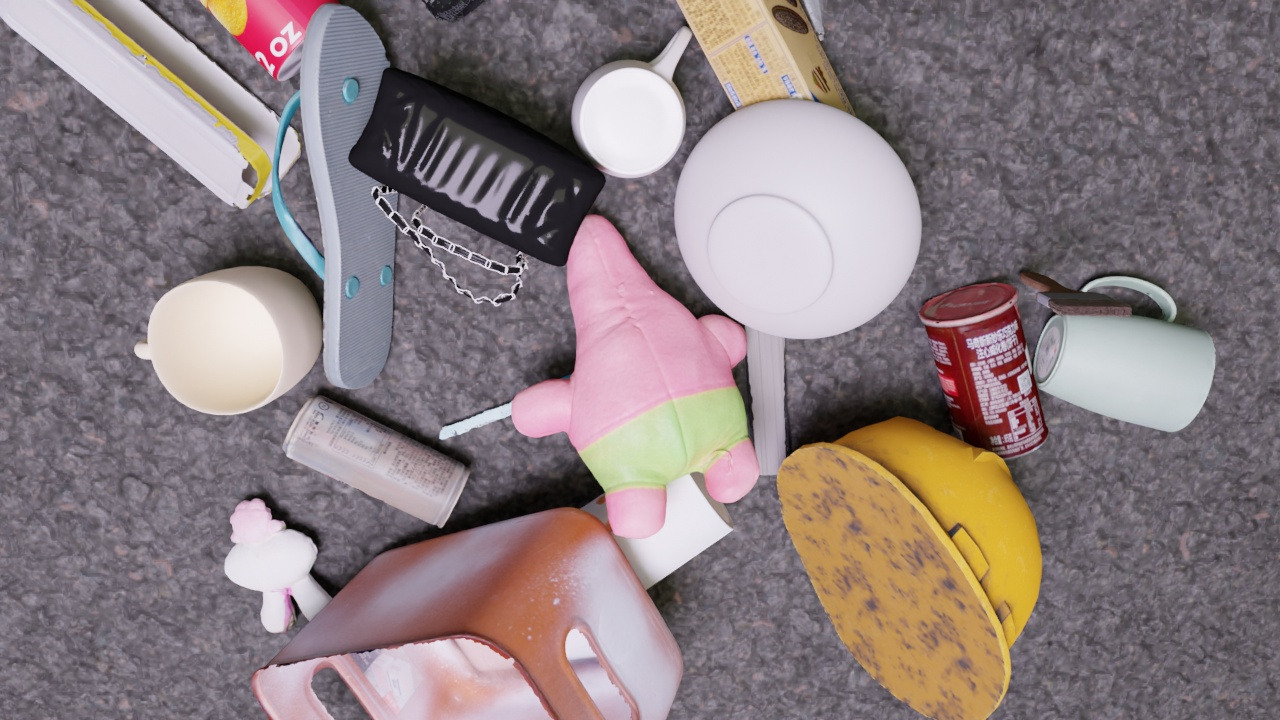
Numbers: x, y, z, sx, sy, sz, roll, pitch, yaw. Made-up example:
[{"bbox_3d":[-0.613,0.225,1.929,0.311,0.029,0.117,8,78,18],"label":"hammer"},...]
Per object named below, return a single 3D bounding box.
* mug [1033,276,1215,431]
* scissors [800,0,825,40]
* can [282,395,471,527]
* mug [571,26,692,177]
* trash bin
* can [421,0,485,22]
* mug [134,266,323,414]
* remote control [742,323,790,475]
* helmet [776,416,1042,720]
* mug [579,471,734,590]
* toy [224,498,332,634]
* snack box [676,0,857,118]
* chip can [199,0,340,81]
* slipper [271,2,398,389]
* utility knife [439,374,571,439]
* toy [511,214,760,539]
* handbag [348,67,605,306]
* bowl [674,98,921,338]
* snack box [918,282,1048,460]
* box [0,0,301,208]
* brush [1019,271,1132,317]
[{"bbox_3d":[0.369,-0.011,0.707,0.104,0.084,0.111,14,78,5],"label":"mug"},{"bbox_3d":[0.116,-0.300,0.611,0.203,0.015,0.201,-10,77,-27],"label":"scissors"},{"bbox_3d":[-0.204,0.078,0.715,0.135,0.054,0.054,28,103,-11],"label":"can"},{"bbox_3d":[0.002,-0.179,0.630,0.081,0.087,0.114,33,102,-11],"label":"mug"},{"bbox_3d":[-0.116,0.229,0.669,0.260,0.157,0.181,-19,108,33],"label":"trash bin"},{"bbox_3d":[-0.153,-0.294,0.606,0.054,0.054,0.137,-35,105,7],"label":"can"},{"bbox_3d":[-0.292,-0.019,0.659,0.120,0.099,0.096,-4,105,5],"label":"mug"},{"bbox_3d":[0.101,0.028,0.735,0.033,0.013,0.136,-6,105,-2],"label":"remote control"},{"bbox_3d":[0.223,0.137,0.699,0.131,0.205,0.256,-34,124,-22],"label":"helmet"},{"bbox_3d":[0.008,0.128,0.725,0.105,0.082,0.082,-35,105,7],"label":"mug"},{"bbox_3d":[-0.296,0.168,0.747,0.079,0.038,0.123,-13,107,14],"label":"toy"},{"bbox_3d":[0.103,-0.187,0.641,0.056,0.057,0.207,-19,110,38],"label":"snack box"},{"bbox_3d":[-0.294,-0.289,0.594,0.069,0.069,0.220,-41,104,9],"label":"chip can"},{"bbox_3d":[-0.212,-0.111,0.650,0.055,0.098,0.269,11,115,17],"label":"slipper"},{"bbox_3d":[-0.077,0.032,0.727,0.176,0.015,0.022,-22,98,4],"label":"utility knife"},{"bbox_3d":[-0.004,0.004,0.671,0.191,0.097,0.236,-19,81,-16],"label":"toy"},{"bbox_3d":[-0.111,-0.115,0.624,0.153,0.125,0.115,22,104,-8],"label":"handbag"},{"bbox_3d":[0.097,-0.084,0.631,0.177,0.066,0.177,16,128,21],"label":"bowl"},{"bbox_3d":[0.266,0.009,0.707,0.072,0.072,0.121,-20,107,3],"label":"snack box"},{"bbox_3d":[-0.340,-0.193,0.633,0.210,0.069,0.067,40,121,-12],"label":"box"},{"bbox_3d":[0.297,-0.050,0.653,0.045,0.143,0.008,1,105,6],"label":"brush"}]
